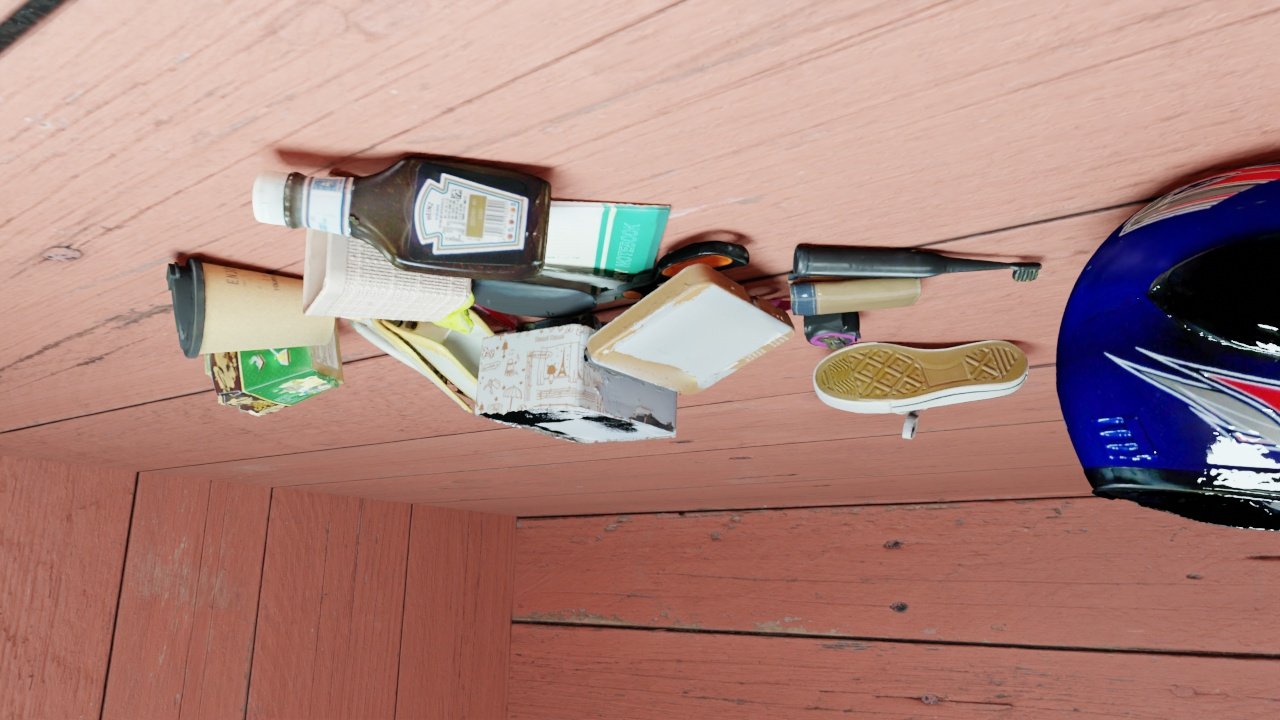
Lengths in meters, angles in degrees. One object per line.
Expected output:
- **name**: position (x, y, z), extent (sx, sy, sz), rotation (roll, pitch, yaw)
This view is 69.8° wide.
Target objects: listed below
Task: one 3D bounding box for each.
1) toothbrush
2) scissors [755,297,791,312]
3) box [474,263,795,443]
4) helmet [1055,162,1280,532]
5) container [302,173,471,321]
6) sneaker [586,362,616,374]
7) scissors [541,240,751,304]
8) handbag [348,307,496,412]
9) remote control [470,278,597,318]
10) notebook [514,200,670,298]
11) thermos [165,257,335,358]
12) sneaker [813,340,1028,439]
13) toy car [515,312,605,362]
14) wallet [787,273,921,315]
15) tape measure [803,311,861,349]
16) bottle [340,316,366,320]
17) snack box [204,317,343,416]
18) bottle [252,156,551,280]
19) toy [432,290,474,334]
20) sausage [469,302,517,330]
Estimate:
- **toothbrush**: position (0.237, -0.081, 0.784), extent (0.212, 0.027, 0.026), rotation (2, -149, -3)
- **scissors**: position (0.106, -0.050, 0.951), extent (0.073, 0.017, 0.138), rotation (0, 173, -36)
- **box**: position (-0.004, 0.004, 0.854), extent (0.260, 0.110, 0.178), rotation (-8, 162, 33)
- **helmet**: position (0.446, -0.009, 0.599), extent (0.316, 0.240, 0.247), rotation (5, 171, 36)
- **container**: position (-0.194, -0.079, 0.708), extent (0.110, 0.089, 0.090), rotation (6, 165, -29)
- **sneaker**: position (-0.072, 0.030, 1.118), extent (0.242, 0.090, 0.090), rotation (5, 164, -13)
- **scissors**: position (0.015, -0.069, 0.833), extent (0.220, 0.021, 0.235), rotation (16, 159, -36)
- **handbag**: position (-0.226, -0.006, 0.978), extent (0.179, 0.063, 0.163), rotation (11, 155, 27)
- **remote control**: position (-0.108, -0.055, 0.840), extent (0.136, 0.024, 0.053), rotation (8, 163, 12)
- **notebook**: position (-0.061, -0.093, 0.796), extent (0.150, 0.012, 0.209), rotation (1, 166, -5)
- **thermos**: position (-0.367, -0.047, 0.861), extent (0.143, 0.093, 0.093), rotation (1, 168, -34)
- **sneaker**: position (0.323, 0.031, 1.073), extent (0.241, 0.118, 0.088), rotation (-5, 145, 5)
- **toy car**: position (-0.091, -0.019, 1.000), extent (0.121, 0.054, 0.036), rotation (-8, 161, 34)
- **wallet**: position (0.195, -0.062, 0.845), extent (0.115, 0.033, 0.090), rotation (-2, 174, 12)
- **tape measure**: position (0.197, -0.034, 0.943), extent (0.057, 0.039, 0.057), rotation (-9, 162, 35)
- **bottle**: position (-0.254, -0.066, 0.808), extent (0.063, 0.063, 0.108), rotation (4, 165, -10)
- **snack box**: position (-0.381, -0.012, 0.972), extent (0.105, 0.117, 0.118), rotation (-12, 167, 3)
- **bottle**: position (-0.161, -0.101, 0.632), extent (0.195, 0.079, 0.044), rotation (6, 171, -9)
- **toy**: position (-0.182, -0.061, 0.831), extent (0.097, 0.031, 0.100), rotation (20, 147, 34)
- **sausage**: position (-0.161, -0.057, 0.928), extent (0.020, 0.020, 0.156), rotation (-3, 165, 17)
